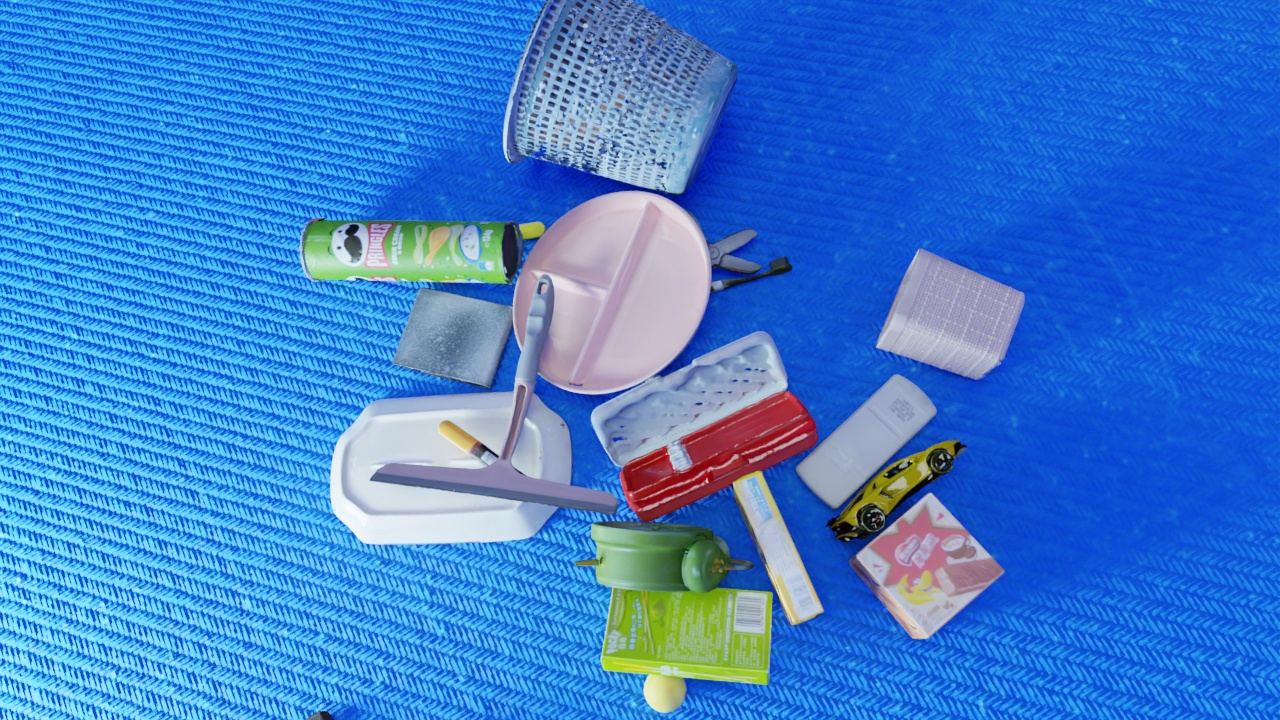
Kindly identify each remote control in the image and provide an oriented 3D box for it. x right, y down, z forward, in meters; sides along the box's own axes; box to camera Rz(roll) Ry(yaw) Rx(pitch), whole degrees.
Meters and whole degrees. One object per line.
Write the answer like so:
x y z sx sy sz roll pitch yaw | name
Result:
0.226 0.081 0.920 0.150 0.021 0.058 -42 72 -6 | remote control

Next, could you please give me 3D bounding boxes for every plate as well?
-0.205 0.109 0.963 0.266 0.034 0.161 -2 73 7 | plate
-0.030 -0.071 0.970 0.230 0.028 0.229 -9 67 22 | plate

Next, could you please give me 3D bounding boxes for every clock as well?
0.027 0.185 0.868 0.161 0.116 0.056 2 85 12 | clock

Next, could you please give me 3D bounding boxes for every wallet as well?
-0.205 -0.026 1.014 0.121 0.019 0.097 13 73 13 | wallet

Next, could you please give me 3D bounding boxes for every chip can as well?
-0.252 -0.122 1.016 0.236 0.072 0.072 2 73 10 | chip can

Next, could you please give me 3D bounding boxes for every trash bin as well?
-0.012 -0.278 0.977 0.195 0.227 0.226 25 77 1 | trash bin

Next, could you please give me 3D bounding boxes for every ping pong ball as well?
0.023 0.311 0.867 0.040 0.040 0.040 -2 73 7 | ping pong ball

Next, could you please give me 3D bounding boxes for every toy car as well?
0.245 0.122 0.880 0.155 0.071 0.041 -36 76 -7 | toy car

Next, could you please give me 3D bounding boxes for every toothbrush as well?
0.073 -0.081 0.996 0.186 0.012 0.017 -15 66 3 | toothbrush

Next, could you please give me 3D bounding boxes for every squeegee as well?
-0.120 0.027 0.937 0.248 0.040 0.249 6 67 11 | squeegee

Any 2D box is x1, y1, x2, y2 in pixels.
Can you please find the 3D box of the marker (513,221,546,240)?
-0.168 -0.140 1.045 0.124 0.015 0.018 -9 87 8 | marker

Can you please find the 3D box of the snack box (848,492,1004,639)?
0.262 0.192 0.852 0.092 0.077 0.094 -39 72 -5 | snack box

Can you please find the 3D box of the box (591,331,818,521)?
0.062 0.063 0.906 0.201 0.100 0.102 -25 34 0 | box

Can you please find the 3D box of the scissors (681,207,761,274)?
0.037 -0.119 1.002 0.170 0.019 0.181 -32 64 -4 | scissors

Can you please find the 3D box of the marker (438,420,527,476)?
-0.155 0.099 0.933 0.124 0.015 0.018 33 78 13 | marker

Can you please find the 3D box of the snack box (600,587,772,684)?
0.046 0.256 0.871 0.156 0.026 0.085 2 45 8 | snack box

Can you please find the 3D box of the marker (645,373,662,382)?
-0.006 0.006 0.977 0.145 0.017 0.017 36 81 16 | marker

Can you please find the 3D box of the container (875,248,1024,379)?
0.308 -0.041 0.913 0.111 0.090 0.090 23 77 10 | container

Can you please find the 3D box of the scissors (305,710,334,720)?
-0.257 0.435 0.881 0.221 0.022 0.233 -35 72 1 | scissors

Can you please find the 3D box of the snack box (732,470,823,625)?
0.129 0.180 0.869 0.034 0.087 0.140 -21 72 0 | snack box
